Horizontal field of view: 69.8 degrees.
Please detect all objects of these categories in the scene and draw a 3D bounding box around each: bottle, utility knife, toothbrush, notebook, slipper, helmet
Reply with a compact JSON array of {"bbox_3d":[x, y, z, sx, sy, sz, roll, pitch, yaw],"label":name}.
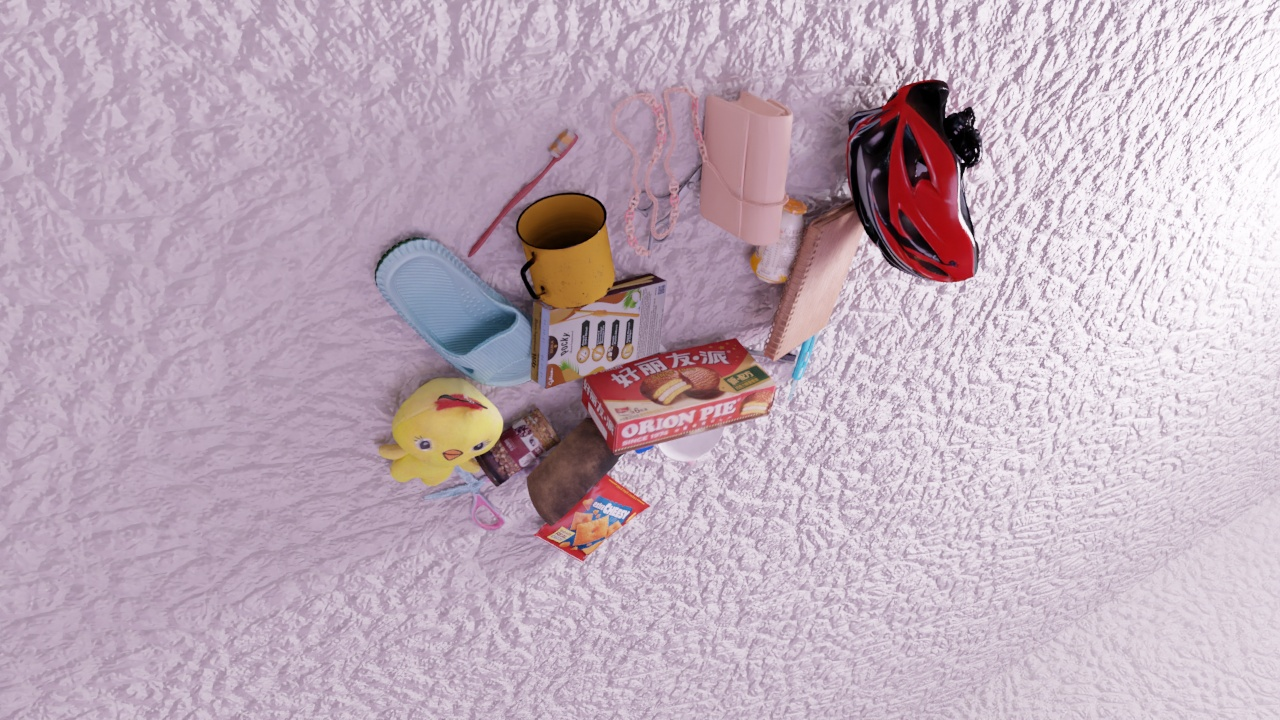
[{"bbox_3d":[0.184,-0.156,1.196,0.063,0.063,0.109,-6,129,-27],"label":"bottle"},{"bbox_3d":[0.249,0.006,1.410,0.022,0.015,0.149,-9,133,-20],"label":"utility knife"},{"bbox_3d":[-0.135,-0.183,1.018,0.185,0.015,0.015,-47,132,14],"label":"toothbrush"},{"bbox_3d":[0.240,-0.110,1.248,0.168,0.022,0.211,-30,144,-46],"label":"notebook"},{"bbox_3d":[-0.197,-0.039,1.069,0.116,0.069,0.276,-37,136,7],"label":"slipper"},{"bbox_3d":[0.355,-0.213,1.151,0.167,0.216,0.272,-14,132,26],"label":"helmet"},{"bbox_3d":[-0.164,0.116,1.222,0.105,0.056,0.056,-36,137,-6],"label":"bottle"},{"bbox_3d":[0.168,-0.010,1.348,0.167,0.013,0.013,7,115,-35],"label":"toothbrush"}]

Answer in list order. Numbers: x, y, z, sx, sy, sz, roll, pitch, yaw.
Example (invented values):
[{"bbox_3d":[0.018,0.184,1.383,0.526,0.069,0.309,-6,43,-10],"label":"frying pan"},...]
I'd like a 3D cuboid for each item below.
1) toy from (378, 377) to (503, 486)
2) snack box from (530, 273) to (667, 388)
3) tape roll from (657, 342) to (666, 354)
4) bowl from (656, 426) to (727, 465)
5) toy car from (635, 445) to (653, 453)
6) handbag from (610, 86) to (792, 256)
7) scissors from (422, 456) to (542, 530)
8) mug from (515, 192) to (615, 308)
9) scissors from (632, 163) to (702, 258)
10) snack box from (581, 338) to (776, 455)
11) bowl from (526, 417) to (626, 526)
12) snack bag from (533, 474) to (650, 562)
[{"bbox_3d":[-0.249,0.094,1.141,0.133,0.092,0.208,10,131,-29],"label":"toy"},{"bbox_3d":[-0.049,-0.039,1.131,0.185,0.032,0.101,-18,125,-39],"label":"snack box"},{"bbox_3d":[-0.007,0.007,1.255,0.093,0.018,0.094,-16,133,-18],"label":"tape roll"},{"bbox_3d":[0.062,0.084,1.328,0.114,0.050,0.115,-9,113,-21],"label":"bowl"},{"bbox_3d":[-0.007,0.102,1.343,0.033,0.062,0.092,-24,106,-8],"label":"toy car"},{"bbox_3d":[0.075,-0.197,1.038,0.187,0.116,0.199,-15,126,-23],"label":"handbag"},{"bbox_3d":[-0.211,0.172,1.282,0.175,0.013,0.170,-31,132,-2],"label":"scissors"},{"bbox_3d":[-0.089,-0.115,1.035,0.123,0.100,0.094,-47,146,-30],"label":"mug"},{"bbox_3d":[0.056,-0.198,1.116,0.159,0.014,0.121,-23,125,-9],"label":"scissors"},{"bbox_3d":[0.051,0.044,1.226,0.236,0.113,0.060,-12,131,-22],"label":"snack box"},{"bbox_3d":[-0.088,0.142,1.243,0.162,0.070,0.162,-45,179,-1],"label":"bowl"},{"bbox_3d":[-0.073,0.242,1.403,0.144,0.039,0.131,-41,136,7],"label":"snack bag"}]
